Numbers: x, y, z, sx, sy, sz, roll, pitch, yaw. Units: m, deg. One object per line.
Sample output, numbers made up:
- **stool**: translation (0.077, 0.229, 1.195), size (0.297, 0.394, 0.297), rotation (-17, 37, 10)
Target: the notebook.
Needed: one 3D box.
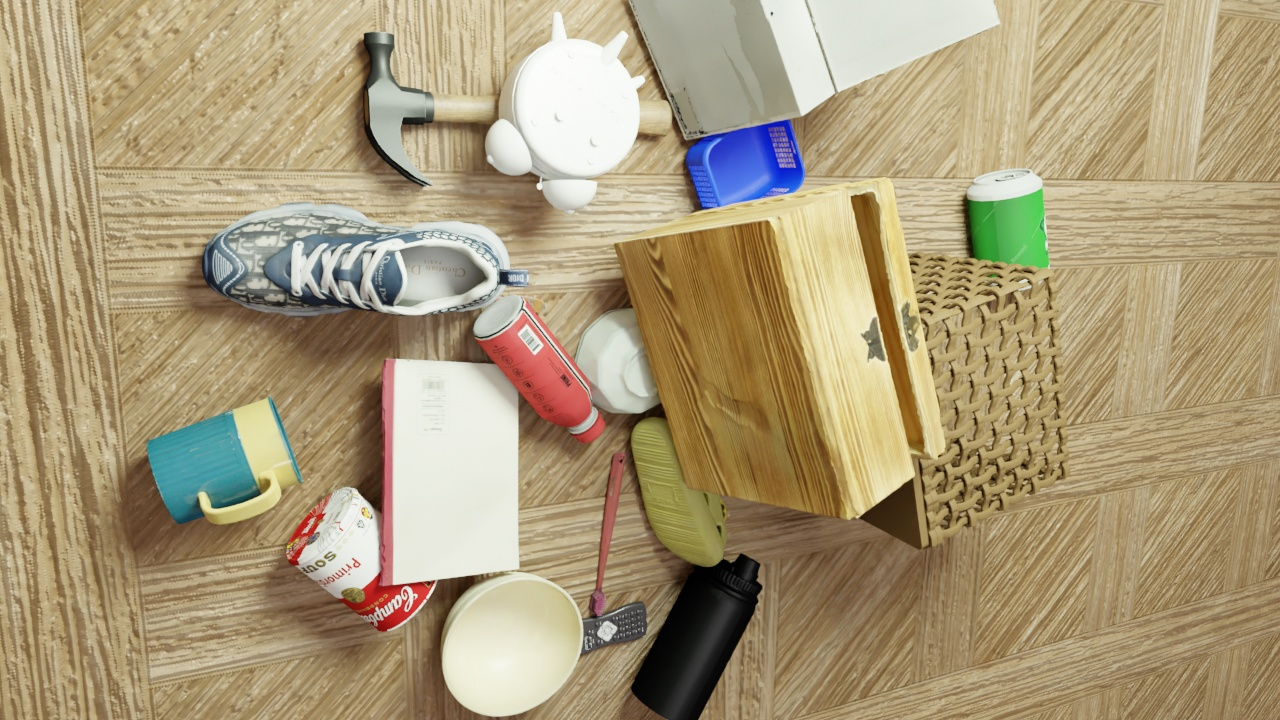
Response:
- **notebook**: translation (-0.181, 0.105, 0.890), size (0.152, 0.012, 0.208), rotation (4, 84, -42)

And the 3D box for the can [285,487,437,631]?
- **can**: translation (-0.264, 0.190, 0.876), size (0.086, 0.087, 0.116), rotation (-46, 117, -10)

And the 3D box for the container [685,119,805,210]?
- **container**: translation (0.109, -0.208, 0.986), size (0.114, 0.058, 0.096), rotation (-29, 113, -18)

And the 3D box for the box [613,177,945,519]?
- **box**: translation (0.128, -0.013, 0.891), size (0.167, 0.246, 0.279), rotation (-29, 108, -36)

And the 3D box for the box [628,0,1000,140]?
- **box**: translation (0.213, -0.337, 0.811), size (0.166, 0.480, 0.118), rotation (65, 34, -23)

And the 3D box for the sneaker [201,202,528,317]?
- **sneaker**: translation (-0.235, -0.080, 0.798), size (0.269, 0.132, 0.103), rotation (0, 101, -21)

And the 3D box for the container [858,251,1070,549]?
- **container**: translation (0.317, 0.034, 1.051), size (0.213, 0.220, 0.252), rotation (-20, 109, -21)

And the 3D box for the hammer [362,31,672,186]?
- **hammer**: translation (-0.109, -0.235, 0.888), size (0.304, 0.040, 0.132), rotation (-5, 100, -26)

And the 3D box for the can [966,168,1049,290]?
- **can**: translation (0.462, -0.164, 1.154), size (0.087, 0.088, 0.140), rotation (-21, 110, -21)

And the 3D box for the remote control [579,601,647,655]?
- **remote control**: translation (-0.048, 0.312, 1.053), size (0.124, 0.009, 0.046), rotation (-10, 106, -24)

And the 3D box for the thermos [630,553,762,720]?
- **thermos**: translation (0.073, 0.313, 1.070), size (0.086, 0.086, 0.198), rotation (29, 88, -28)

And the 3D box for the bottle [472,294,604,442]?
- **bottle**: translation (-0.095, 0.016, 0.929), size (0.062, 0.062, 0.176), rotation (-43, 123, -12)

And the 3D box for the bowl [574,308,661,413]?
- **bowl**: translation (-0.006, 0.006, 0.977), size (0.117, 0.061, 0.117), rotation (-6, 105, -26)

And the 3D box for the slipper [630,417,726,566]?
- **slipper**: translation (0.050, 0.139, 1.031), size (0.081, 0.092, 0.190), rotation (-38, 117, -42)

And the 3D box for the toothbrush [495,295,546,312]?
- **toothbrush**: translation (-0.180, -0.067, 0.901), size (0.184, 0.016, 0.015), rotation (9, 95, -26)

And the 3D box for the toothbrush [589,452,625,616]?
- **toothbrush**: translation (-0.035, 0.196, 1.029), size (0.016, 0.016, 0.190), rotation (5, 99, -26)

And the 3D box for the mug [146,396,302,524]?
- **mug**: translation (-0.356, 0.096, 0.795), size (0.107, 0.113, 0.083), rotation (-19, 131, -20)

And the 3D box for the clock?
- **clock**: translation (-0.064, -0.229, 0.851), size (0.125, 0.073, 0.160), rotation (30, 81, -26)

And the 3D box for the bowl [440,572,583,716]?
- **bowl**: translation (-0.143, 0.285, 0.963), size (0.150, 0.075, 0.151), rotation (-6, 105, -26)
